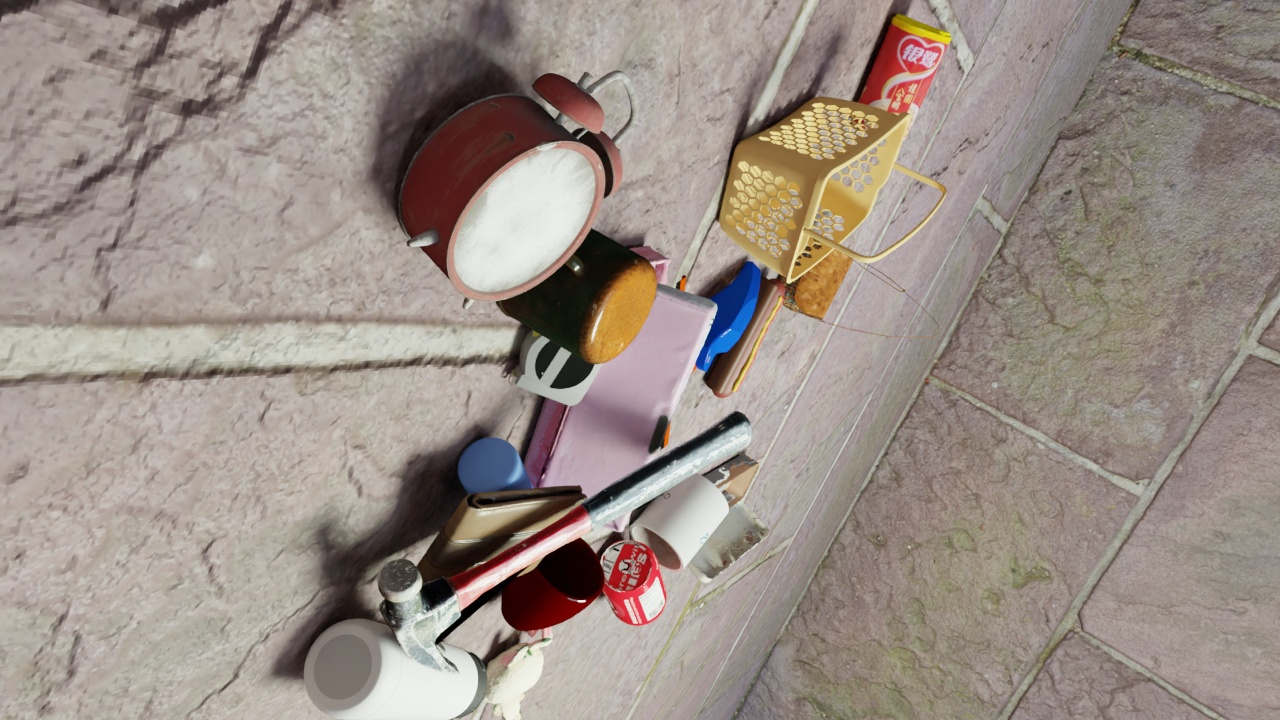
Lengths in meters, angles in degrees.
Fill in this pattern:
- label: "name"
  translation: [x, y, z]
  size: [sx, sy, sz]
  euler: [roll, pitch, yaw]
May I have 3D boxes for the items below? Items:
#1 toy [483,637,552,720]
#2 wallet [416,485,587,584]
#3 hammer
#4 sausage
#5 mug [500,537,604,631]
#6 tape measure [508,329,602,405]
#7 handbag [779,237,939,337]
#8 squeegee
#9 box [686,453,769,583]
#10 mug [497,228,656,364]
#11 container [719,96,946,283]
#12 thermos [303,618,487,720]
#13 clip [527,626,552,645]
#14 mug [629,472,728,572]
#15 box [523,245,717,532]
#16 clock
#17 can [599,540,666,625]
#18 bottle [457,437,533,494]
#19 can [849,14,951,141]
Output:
- label: "toy"
  translation: [-0.135, 0.335, 0.974]
  size: [0.087, 0.050, 0.112]
  euler: [-18, 138, -58]
- label: "wallet"
  translation: [-0.108, 0.136, 0.705]
  size: [0.121, 0.027, 0.099]
  euler: [3, 131, -48]
- label: "hammer"
  translation: [-0.044, 0.129, 0.713]
  size: [0.325, 0.036, 0.141]
  euler: [-27, 143, -26]
- label: "sausage"
  translation: [0.125, -0.026, 1.074]
  size: [0.156, 0.040, 0.040]
  euler: [-63, 157, 10]
- label: "mug"
  translation: [-0.089, 0.215, 0.890]
  size: [0.089, 0.087, 0.113]
  euler: [-50, 169, 26]
- label: "tape measure"
  translation: [-0.062, 0.000, 0.702]
  size: [0.064, 0.016, 0.065]
  euler: [23, 108, -33]
- label: "handbag"
  translation: [0.261, -0.073, 1.095]
  size: [0.093, 0.196, 0.043]
  euler: [-63, 163, 4]
- label: "squeegee"
  translation: [0.081, -0.040, 0.947]
  size: [0.184, 0.055, 0.250]
  euler: [-56, 160, -37]
- label: "box"
  translation: [0.126, 0.223, 1.320]
  size: [0.216, 0.096, 0.115]
  euler: [-18, 131, -59]
- label: "mug"
  translation: [-0.045, -0.054, 0.625]
  size: [0.085, 0.081, 0.111]
  euler: [-55, 157, -11]
- label: "container"
  translation: [0.188, -0.157, 0.872]
  size: [0.182, 0.167, 0.129]
  euler: [-39, 150, -41]
- label: "thermos"
  translation: [-0.198, 0.268, 0.742]
  size: [0.101, 0.068, 0.230]
  euler: [-42, 156, -7]
- label: "clip"
  translation: [-0.105, 0.288, 0.999]
  size: [0.023, 0.044, 0.060]
  euler: [-36, 162, -50]
- label: "mug"
  translation: [0.042, 0.205, 1.157]
  size: [0.096, 0.083, 0.120]
  euler: [-46, -178, -29]
- label: "box"
  translation: [-0.014, 0.032, 0.769]
  size: [0.099, 0.107, 0.233]
  euler: [-20, 136, -58]
- label: "clock"
  translation: [-0.067, -0.109, 0.529]
  size: [0.156, 0.062, 0.110]
  euler: [-42, 156, -6]
- label: "can"
  translation: [-0.009, 0.274, 1.126]
  size: [0.074, 0.074, 0.143]
  euler: [-50, 156, -20]
- label: "bottle"
  translation: [-0.110, 0.112, 0.746]
  size: [0.048, 0.048, 0.131]
  euler: [-49, 156, -22]
- label: "can"
  translation: [0.287, -0.311, 1.015]
  size: [0.066, 0.067, 0.125]
  euler: [-25, 141, -54]
